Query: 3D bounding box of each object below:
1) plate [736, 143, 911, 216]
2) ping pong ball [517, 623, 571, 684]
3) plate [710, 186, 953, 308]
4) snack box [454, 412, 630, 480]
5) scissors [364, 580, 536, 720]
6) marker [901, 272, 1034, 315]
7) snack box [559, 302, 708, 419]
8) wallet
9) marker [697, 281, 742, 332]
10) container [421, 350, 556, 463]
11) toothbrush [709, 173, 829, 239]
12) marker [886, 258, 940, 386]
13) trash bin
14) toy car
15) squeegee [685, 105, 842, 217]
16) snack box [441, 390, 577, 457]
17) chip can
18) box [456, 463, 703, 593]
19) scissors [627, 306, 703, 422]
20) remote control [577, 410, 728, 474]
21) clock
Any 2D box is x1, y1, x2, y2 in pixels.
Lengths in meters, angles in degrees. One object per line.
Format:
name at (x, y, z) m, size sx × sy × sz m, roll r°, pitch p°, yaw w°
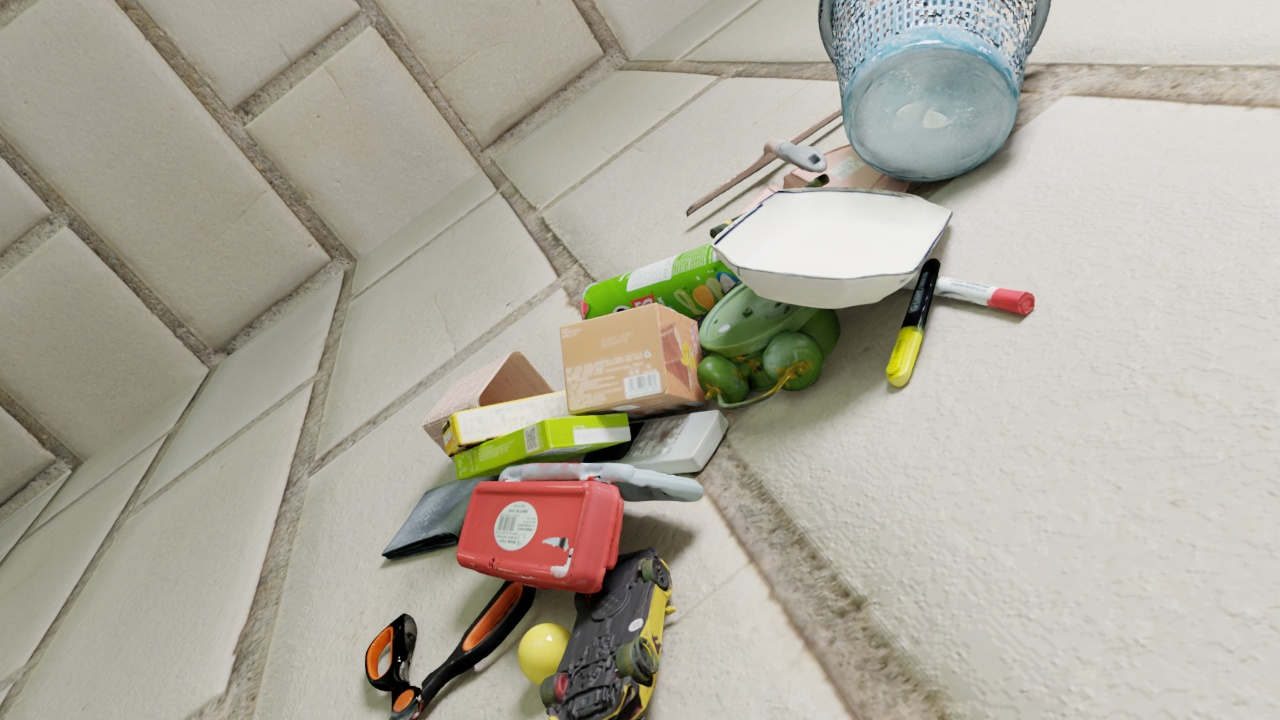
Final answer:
plate at (0.184, -0.169, 0.989) m, size 0.230 × 0.028 × 0.229 m, roll -30°, pitch 23°, yaw 14°
ping pong ball at (-0.062, 0.197, 0.616) m, size 0.040 × 0.040 × 0.040 m, roll -30°, pitch 23°, yaw 14°
plate at (0.162, -0.097, 0.758) m, size 0.162 × 0.034 × 0.264 m, roll 11°, pitch 27°, yaw 22°
snack box at (-0.088, 0.076, 0.798) m, size 0.085 × 0.026 × 0.157 m, roll -2°, pitch -14°, yaw -40°
scissors at (-0.162, 0.245, 0.693) m, size 0.220 × 0.022 × 0.234 m, roll -41°, pitch 22°, yaw -9°
marker at (0.241, -0.054, 0.700) m, size 0.017 × 0.017 × 0.145 m, roll -40°, pitch 23°, yaw -9°
snack box at (-0.005, 0.005, 0.786) m, size 0.093 × 0.077 × 0.094 m, roll -12°, pitch -13°, yaw 24°
wallet at (-0.200, 0.154, 0.927) m, size 0.121 × 0.019 × 0.097 m, roll -21°, pitch 25°, yaw 35°
marker at (0.054, -0.025, 0.838) m, size 0.124 × 0.018 × 0.015 m, roll -47°, pitch 35°, yaw -1°
container at (-0.157, 0.059, 0.959) m, size 0.111 × 0.090 × 0.090 m, roll -19°, pitch 28°, yaw 41°
toothbrush at (0.130, -0.154, 0.914) m, size 0.185 × 0.012 × 0.017 m, roll -30°, pitch 8°, yaw -36°
marker at (0.205, -0.032, 0.687) m, size 0.018 × 0.015 × 0.123 m, roll -16°, pitch 39°, yaw 48°
trash bin at (0.276, -0.287, 0.881) m, size 0.227 × 0.226 × 0.194 m, roll -18°, pitch 41°, yaw 37°
toy car at (-0.014, 0.176, 0.586) m, size 0.071 × 0.041 × 0.155 m, roll -28°, pitch 17°, yaw 19°
squeegee at (0.168, -0.238, 1.061) m, size 0.248 × 0.040 × 0.249 m, roll -33°, pitch 15°, yaw 2°
snack box at (-0.109, 0.056, 0.851) m, size 0.140 × 0.033 × 0.087 m, roll -13°, pitch -8°, yaw -21°
chip can at (0.042, -0.076, 0.953) m, size 0.237 × 0.072 × 0.072 m, roll -16°, pitch 30°, yaw 40°
box at (-0.050, 0.126, 0.698) m, size 0.202 × 0.100 × 0.102 m, roll -12°, pitch 62°, yaw 55°
scissors at (0.013, -0.013, 0.894) m, size 0.170 × 0.019 × 0.181 m, roll -41°, pitch 40°, yaw -7°
remote control at (0.006, 0.073, 0.784) m, size 0.150 × 0.021 × 0.058 m, roll -12°, pitch 33°, yaw 45°
clock at (0.106, -0.016, 0.768) m, size 0.116 × 0.056 × 0.160 m, roll -18°, pitch 29°, yaw 38°
